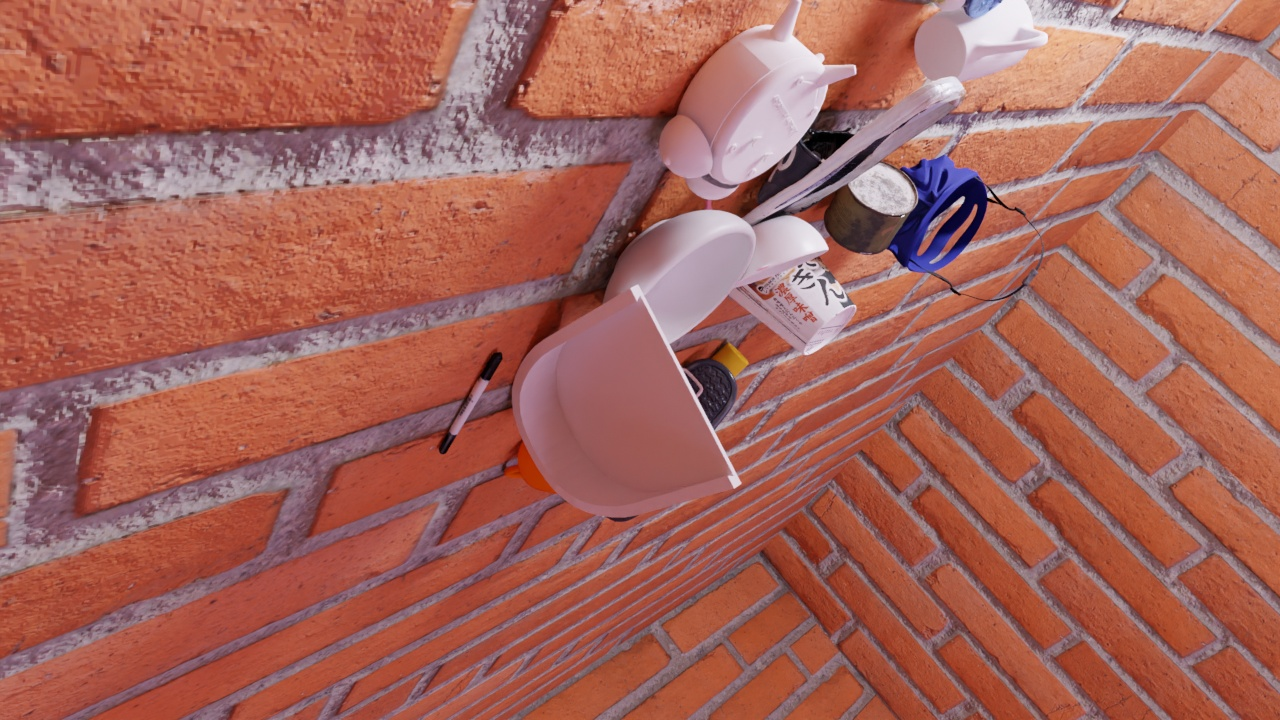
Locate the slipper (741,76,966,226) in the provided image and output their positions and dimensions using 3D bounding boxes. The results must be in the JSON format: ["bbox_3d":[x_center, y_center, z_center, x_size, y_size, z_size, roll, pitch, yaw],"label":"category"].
[{"bbox_3d":[0.197,-0.213,0.922,0.111,0.063,0.265,-22,176,-43],"label":"slipper"}]

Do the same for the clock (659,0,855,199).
[{"bbox_3d":[0.095,-0.203,0.760,0.161,0.073,0.125,-44,160,11],"label":"clock"}]

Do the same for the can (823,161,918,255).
[{"bbox_3d":[0.277,-0.184,1.109,0.089,0.090,0.075,-29,158,-29],"label":"can"}]

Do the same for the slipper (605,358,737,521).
[{"bbox_3d":[0.028,0.105,1.284,0.268,0.110,0.083,-48,176,6],"label":"slipper"}]

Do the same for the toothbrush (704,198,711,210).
[{"bbox_3d":[0.065,-0.138,0.931,0.021,0.016,0.135,-31,158,-23],"label":"toothbrush"}]

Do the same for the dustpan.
[{"bbox_3d":[-0.038,0.059,0.878,0.053,0.191,0.258,-28,-178,-31],"label":"dustpan"}]

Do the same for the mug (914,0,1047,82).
[{"bbox_3d":[0.342,-0.318,0.913,0.087,0.114,0.081,-26,123,-22],"label":"mug"}]

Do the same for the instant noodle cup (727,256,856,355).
[{"bbox_3d":[0.192,-0.079,1.132,0.123,0.121,0.124,-35,160,-15],"label":"instant noodle cup"}]

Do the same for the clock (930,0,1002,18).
[{"bbox_3d":[0.313,-0.365,0.842,0.125,0.052,0.089,-23,155,-40],"label":"clock"}]

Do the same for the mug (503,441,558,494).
[{"bbox_3d":[-0.111,0.127,1.112,0.113,0.077,0.096,-12,165,13],"label":"mug"}]

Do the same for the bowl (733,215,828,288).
[{"bbox_3d":[0.139,-0.121,0.987,0.114,0.050,0.115,-20,178,-1],"label":"bowl"}]

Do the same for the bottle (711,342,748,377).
[{"bbox_3d":[0.089,0.039,1.315,0.144,0.043,0.043,-45,160,12],"label":"bottle"}]

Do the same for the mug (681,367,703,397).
[{"bbox_3d":[0.027,0.051,1.190,0.115,0.068,0.094,-32,159,-23],"label":"mug"}]

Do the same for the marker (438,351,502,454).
[{"bbox_3d":[-0.168,0.044,0.903,0.011,0.011,0.152,-17,150,-48],"label":"marker"}]

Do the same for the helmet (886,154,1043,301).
[{"bbox_3d":[0.412,-0.166,1.194,0.148,0.228,0.241,-54,161,13],"label":"helmet"}]

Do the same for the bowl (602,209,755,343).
[{"bbox_3d":[0.026,-0.086,0.895,0.176,0.066,0.177,-35,160,-15],"label":"bowl"}]
